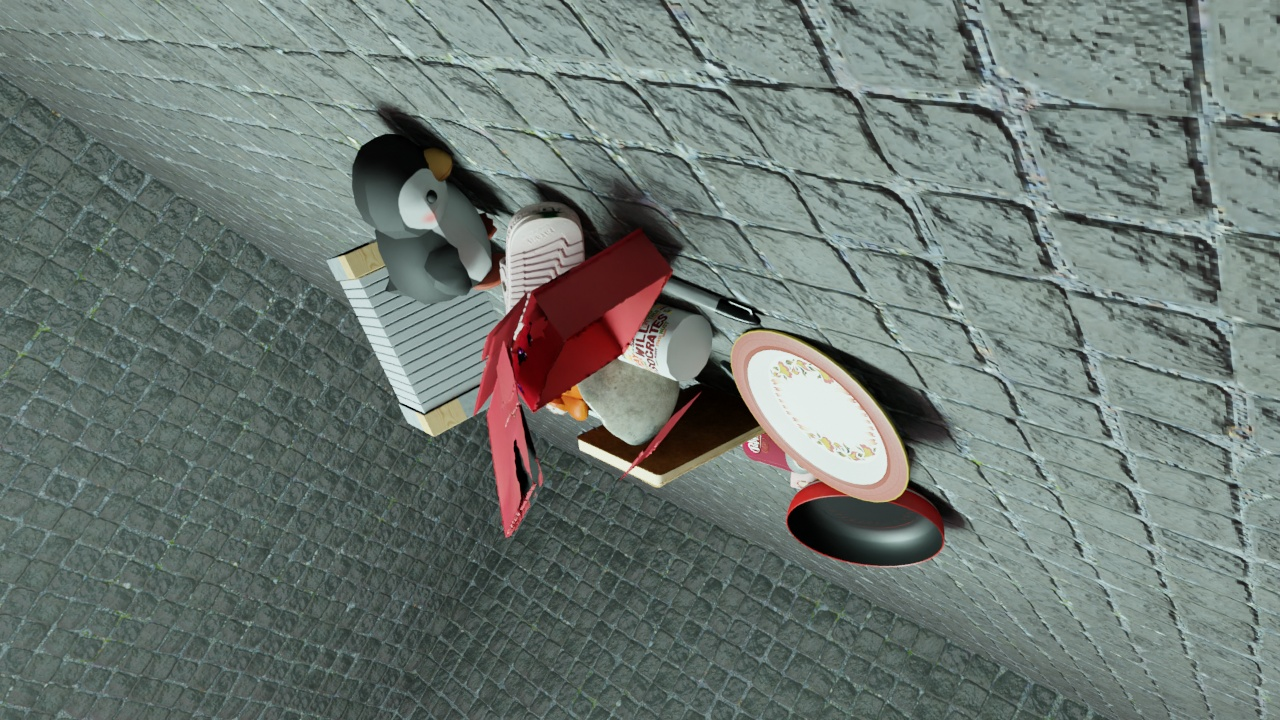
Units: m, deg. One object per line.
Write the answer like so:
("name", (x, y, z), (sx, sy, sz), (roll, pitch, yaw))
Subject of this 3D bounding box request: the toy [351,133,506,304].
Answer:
("toy", (-0.244, -0.152, 0.966), (0.184, 0.140, 0.159), (64, -178, -53))

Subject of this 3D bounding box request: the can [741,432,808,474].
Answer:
("can", (0.188, 0.111, 1.223), (0.063, 0.063, 0.114), (35, 168, -27))

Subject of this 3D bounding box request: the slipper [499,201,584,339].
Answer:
("slipper", (-0.103, -0.093, 0.973), (0.094, 0.064, 0.240), (-11, 150, -9))

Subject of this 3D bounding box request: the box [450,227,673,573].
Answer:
("box", (-0.104, 0.029, 0.857), (0.121, 0.317, 0.211), (31, 154, -1))

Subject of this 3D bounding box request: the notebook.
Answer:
("notebook", (0.049, 0.090, 1.187), (0.168, 0.224, 0.024), (19, 121, 45))

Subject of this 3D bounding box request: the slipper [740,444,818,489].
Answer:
("slipper", (0.228, 0.150, 1.315), (0.222, 0.055, 0.107), (26, 167, 14))

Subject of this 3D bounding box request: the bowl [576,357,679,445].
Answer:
("bowl", (-0.006, 0.006, 1.118), (0.081, 0.178, 0.178), (-31, 132, 26))

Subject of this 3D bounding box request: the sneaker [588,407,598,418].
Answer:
("sneaker", (-0.004, 0.076, 1.459), (0.295, 0.120, 0.127), (23, 155, 18))

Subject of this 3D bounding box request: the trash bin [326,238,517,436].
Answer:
("trash bin", (-0.277, -0.050, 1.201), (0.143, 0.142, 0.247), (8, 124, 63))

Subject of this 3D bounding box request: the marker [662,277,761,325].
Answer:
("marker", (0.058, -0.065, 0.904), (0.139, 0.016, 0.022), (26, 137, 24))

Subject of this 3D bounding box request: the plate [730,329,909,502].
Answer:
("plate", (0.186, 0.054, 0.956), (0.230, 0.021, 0.230), (41, 158, 20))

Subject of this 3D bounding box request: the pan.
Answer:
("pan", (0.305, 0.182, 1.193), (0.209, 0.067, 0.357), (11, 146, 8))

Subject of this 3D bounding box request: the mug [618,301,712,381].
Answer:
("mug", (0.031, -0.024, 1.025), (0.090, 0.073, 0.105), (20, -169, 41))

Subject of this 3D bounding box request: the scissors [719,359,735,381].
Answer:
("scissors", (0.150, 0.037, 1.041), (0.123, 0.019, 0.149), (15, 145, 34))

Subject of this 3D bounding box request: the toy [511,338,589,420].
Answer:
("toy", (-0.112, 0.008, 1.220), (0.173, 0.092, 0.164), (3, 128, 59))

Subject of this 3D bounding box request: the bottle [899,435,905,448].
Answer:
("bottle", (0.244, 0.105, 1.066), (0.059, 0.059, 0.166), (31, 169, -8))
